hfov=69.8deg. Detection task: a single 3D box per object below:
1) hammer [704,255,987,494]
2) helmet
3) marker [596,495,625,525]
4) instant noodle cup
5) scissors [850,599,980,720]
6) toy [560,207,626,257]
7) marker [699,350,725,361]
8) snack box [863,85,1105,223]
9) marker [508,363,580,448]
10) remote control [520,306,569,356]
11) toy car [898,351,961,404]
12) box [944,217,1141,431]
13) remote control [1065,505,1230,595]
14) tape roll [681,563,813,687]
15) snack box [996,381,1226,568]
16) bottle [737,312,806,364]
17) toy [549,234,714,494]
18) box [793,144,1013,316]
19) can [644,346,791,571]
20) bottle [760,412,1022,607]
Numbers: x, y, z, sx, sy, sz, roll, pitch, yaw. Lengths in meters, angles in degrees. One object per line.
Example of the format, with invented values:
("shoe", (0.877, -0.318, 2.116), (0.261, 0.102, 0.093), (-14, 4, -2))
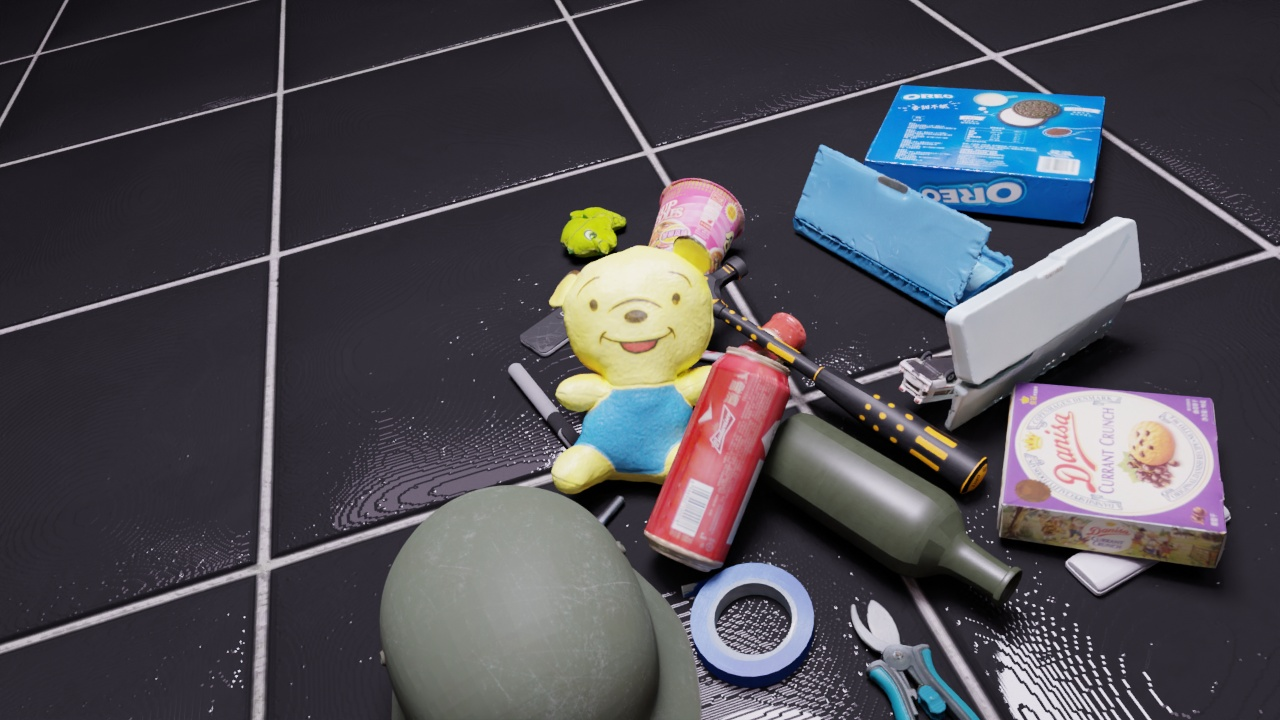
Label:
("hammer", (0.155, 0.015, 0.807), (0.321, 0.036, 0.123), (37, 62, 28))
("helmet", (-0.086, 0.181, 0.631), (0.226, 0.154, 0.267), (-23, 44, -12))
("marker", (-0.061, 0.164, 0.750), (0.011, 0.011, 0.151), (23, 52, 31))
("instant noodle cup", (0.050, -0.122, 0.979), (0.098, 0.098, 0.108), (9, 53, 21))
("scissors", (0.191, 0.228, 0.622), (0.153, 0.019, 0.127), (14, 47, 28))
("toy", (-0.055, -0.151, 1.070), (0.093, 0.036, 0.094), (-34, 46, -32))
("marker", (0.034, -0.010, 0.915), (0.142, 0.013, 0.012), (9, 46, 21))
("snack box", (0.393, -0.243, 1.051), (0.239, 0.056, 0.195), (11, 44, 23))
("marker", (-0.092, 0.044, 0.881), (0.016, 0.016, 0.140), (-28, 45, -17))
("remote control", (-0.062, -0.053, 0.985), (0.146, 0.008, 0.045), (-38, 49, -26))
("toy car", (0.276, 0.015, 0.811), (0.113, 0.039, 0.039), (-4, 35, -34))
("box", (0.339, -0.027, 0.774), (0.197, 0.136, 0.049), (-27, 43, -16))
("remote control", (0.380, 0.133, 0.686), (0.130, 0.012, 0.033), (-24, 44, -13))
("tape roll", (0.083, 0.195, 0.681), (0.091, 0.016, 0.093), (-15, 43, -4))
("snack box", (0.361, 0.083, 0.710), (0.148, 0.041, 0.143), (5, 41, 23))
("bottle", (0.109, -0.001, 0.867), (0.044, 0.044, 0.108), (30, 57, 36))
("toy", (-0.005, 0.005, 0.796), (0.149, 0.084, 0.214), (-2, 85, -2))
("box", (0.264, -0.144, 0.942), (0.094, 0.102, 0.231), (-31, 46, -19))
("can", (0.062, 0.077, 0.721), (0.067, 0.067, 0.170), (19, 84, 29))
("bottle", (0.189, 0.116, 0.703), (0.071, 0.071, 0.207), (-37, 48, -25))
